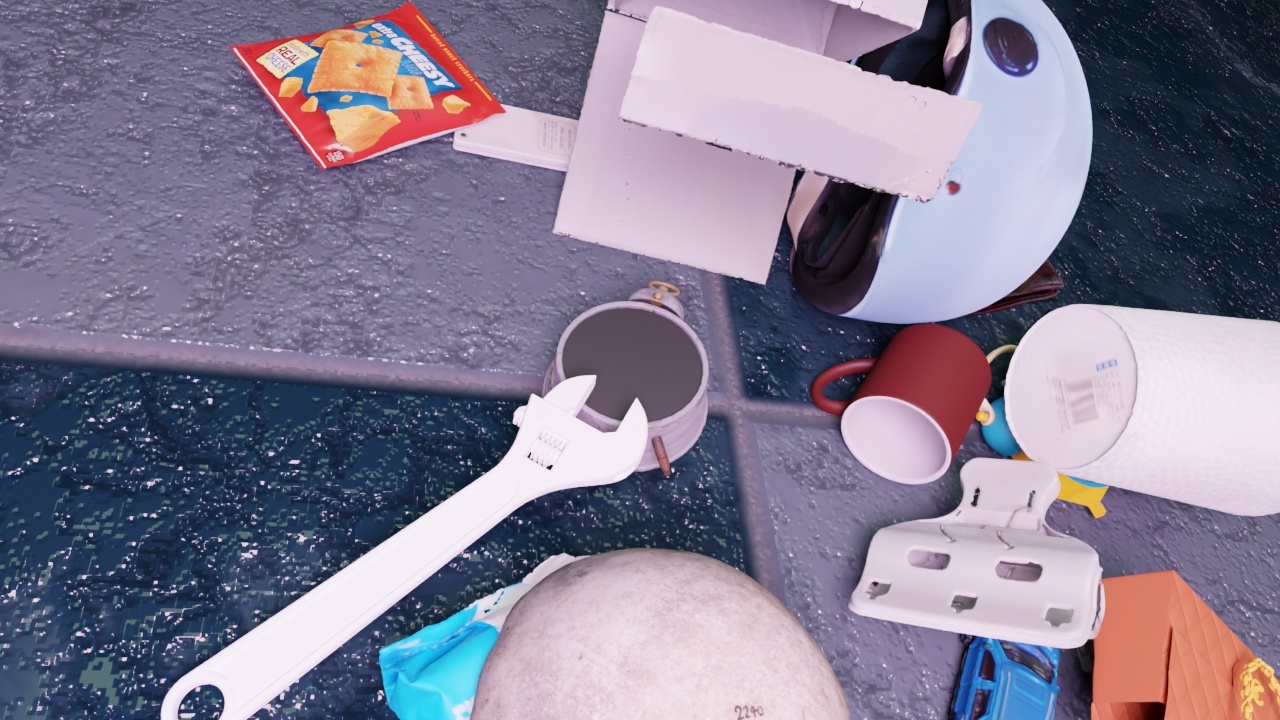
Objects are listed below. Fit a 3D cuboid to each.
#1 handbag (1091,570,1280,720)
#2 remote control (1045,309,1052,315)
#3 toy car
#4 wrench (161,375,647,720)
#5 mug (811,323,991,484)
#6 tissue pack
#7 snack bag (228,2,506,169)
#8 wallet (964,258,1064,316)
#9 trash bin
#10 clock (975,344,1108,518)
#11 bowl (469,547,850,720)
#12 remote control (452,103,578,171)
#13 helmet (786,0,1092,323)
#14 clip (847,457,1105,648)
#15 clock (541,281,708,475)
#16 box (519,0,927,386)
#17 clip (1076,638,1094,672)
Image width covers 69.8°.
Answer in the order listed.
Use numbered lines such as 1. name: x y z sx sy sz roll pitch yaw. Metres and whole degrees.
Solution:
1. handbag: 0.319 0.208 0.501 0.172 0.060 0.108 41 52 -20
2. remote control: 0.392 0.000 0.746 0.140 0.009 0.030 27 51 0
3. toy car: 0.208 0.194 0.519 0.056 0.044 0.119 30 51 3
4. wrench: -0.107 0.093 0.460 0.272 0.018 0.066 -35 71 -23
5. mug: 0.170 0.024 0.617 0.106 0.073 0.082 16 45 30
6. tissue pack: -0.020 0.196 0.410 0.116 0.066 0.209 -24 73 -37
7. snack bag: -0.192 -0.198 0.653 0.143 0.039 0.131 -28 69 -31
8. wallet: 0.283 -0.087 0.758 0.119 0.031 0.099 -12 64 -30
9. trash bin: 0.335 0.027 0.590 0.161 0.134 0.133 8 54 -21
10. clock: 0.293 0.046 0.658 0.129 0.044 0.098 47 53 6
11. bowl: 0.025 0.152 0.371 0.178 0.081 0.178 16 54 -24
12. remote control: -0.072 -0.166 0.693 0.135 0.011 0.050 8 53 -15
13. helmet: 0.213 -0.149 0.647 0.166 0.226 0.265 12 80 -13
14. clip: 0.202 0.118 0.533 0.125 0.075 0.143 3 21 34
15. clock: -0.003 0.003 0.568 0.104 0.056 0.147 18 56 4
16. box: 0.037 -0.145 0.639 0.167 0.381 0.171 13 36 -11
17. clip: 0.283 0.158 0.583 0.023 0.045 0.076 6 54 -18
